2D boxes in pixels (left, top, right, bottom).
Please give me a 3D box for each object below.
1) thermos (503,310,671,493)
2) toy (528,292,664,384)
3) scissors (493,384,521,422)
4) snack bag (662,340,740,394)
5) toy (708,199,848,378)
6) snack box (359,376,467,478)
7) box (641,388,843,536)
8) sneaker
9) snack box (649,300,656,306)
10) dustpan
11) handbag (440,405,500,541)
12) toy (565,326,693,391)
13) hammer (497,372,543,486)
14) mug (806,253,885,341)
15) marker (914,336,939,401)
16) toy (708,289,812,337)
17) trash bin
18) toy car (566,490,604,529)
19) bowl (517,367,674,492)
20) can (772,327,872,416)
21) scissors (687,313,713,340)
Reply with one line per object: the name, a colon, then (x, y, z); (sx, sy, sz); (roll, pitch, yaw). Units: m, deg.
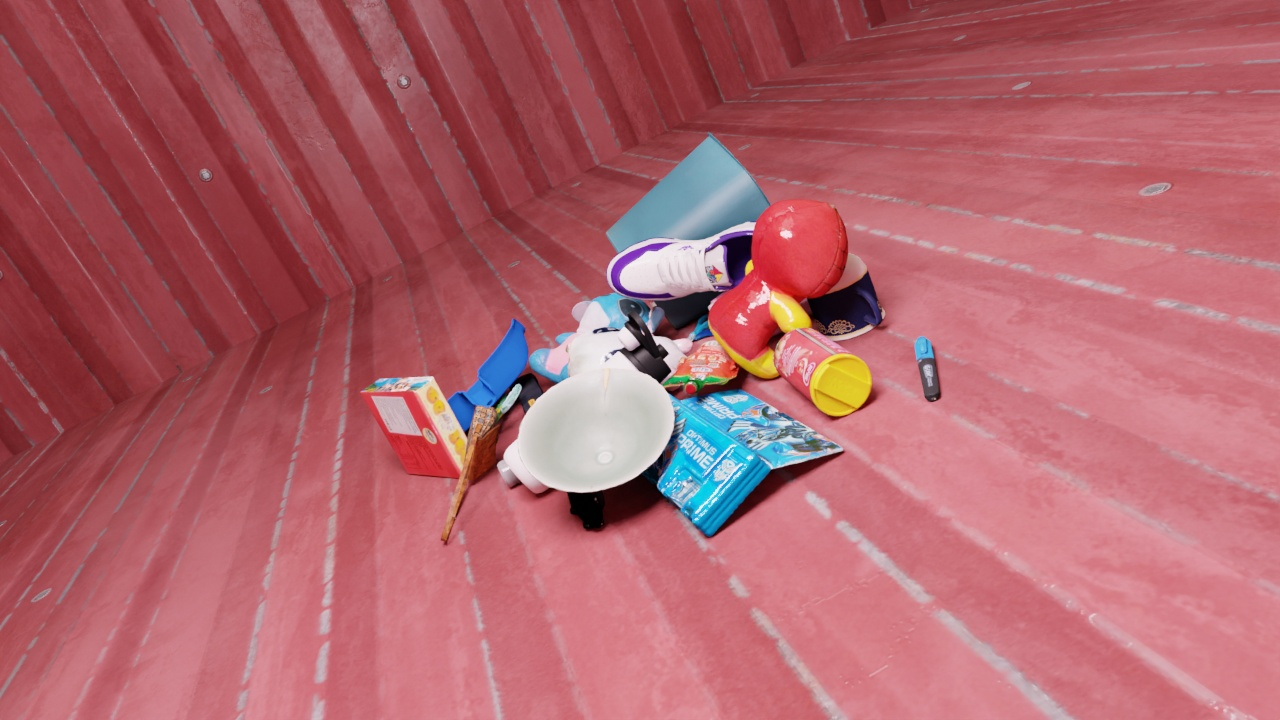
thermos: (-0.066, 0.050, 1.085); (0.230, 0.101, 0.068); (-42, 41, -2)
toy: (-0.056, -0.029, 1.346); (0.191, 0.099, 0.224); (-41, 26, -22)
scissors: (-0.203, 0.083, 1.289); (0.108, 0.012, 0.131); (-43, 18, 37)
snack bag: (0.076, 0.013, 1.113); (0.087, 0.044, 0.154); (-5, 12, 15)
toy: (0.163, -0.093, 1.090); (0.098, 0.217, 0.147); (8, 31, -39)
snack box: (-0.304, 0.092, 1.264); (0.145, 0.142, 0.040); (-3, 29, 45)
box: (0.079, 0.080, 0.978); (0.175, 0.060, 0.243); (-29, 21, -12)
sneaker: (0.076, -0.124, 1.236); (0.244, 0.092, 0.111); (-14, 17, 2)
snack box: (0.140, -0.160, 1.506); (0.273, 0.044, 0.076); (-19, 22, 18)
dustpan: (-0.234, 0.044, 1.324); (0.245, 0.059, 0.258); (-47, 23, -8)
handbag: (-0.211, 0.145, 1.143); (0.043, 0.094, 0.195); (15, 40, -5)
toy: (-0.007, 0.007, 1.209); (0.179, 0.102, 0.138); (-12, 40, -14)
hammer: (-0.147, 0.077, 1.279); (0.139, 0.035, 0.312); (-28, 20, -7)
mug: (0.252, -0.082, 1.124); (0.085, 0.089, 0.112); (-31, 21, -15)
marker: (0.300, 0.007, 0.962); (0.018, 0.015, 0.122); (-17, 24, 19)
toy: (0.180, -0.077, 1.232); (0.157, 0.067, 0.123); (-24, 18, -11)
trash bin: (0.087, -0.184, 1.383); (0.219, 0.199, 0.196); (-36, 37, 6)
toy car: (-0.057, 0.149, 0.989); (0.036, 0.042, 0.092); (-19, 18, -18)
bowl: (-0.041, 0.090, 0.993); (0.174, 0.068, 0.173); (-9, 43, 8)
can: (0.196, 0.010, 1.000); (0.066, 0.067, 0.124); (-27, 21, -4)
scissors: (0.075, -0.030, 1.312); (0.134, 0.016, 0.083); (-34, 24, -20)
